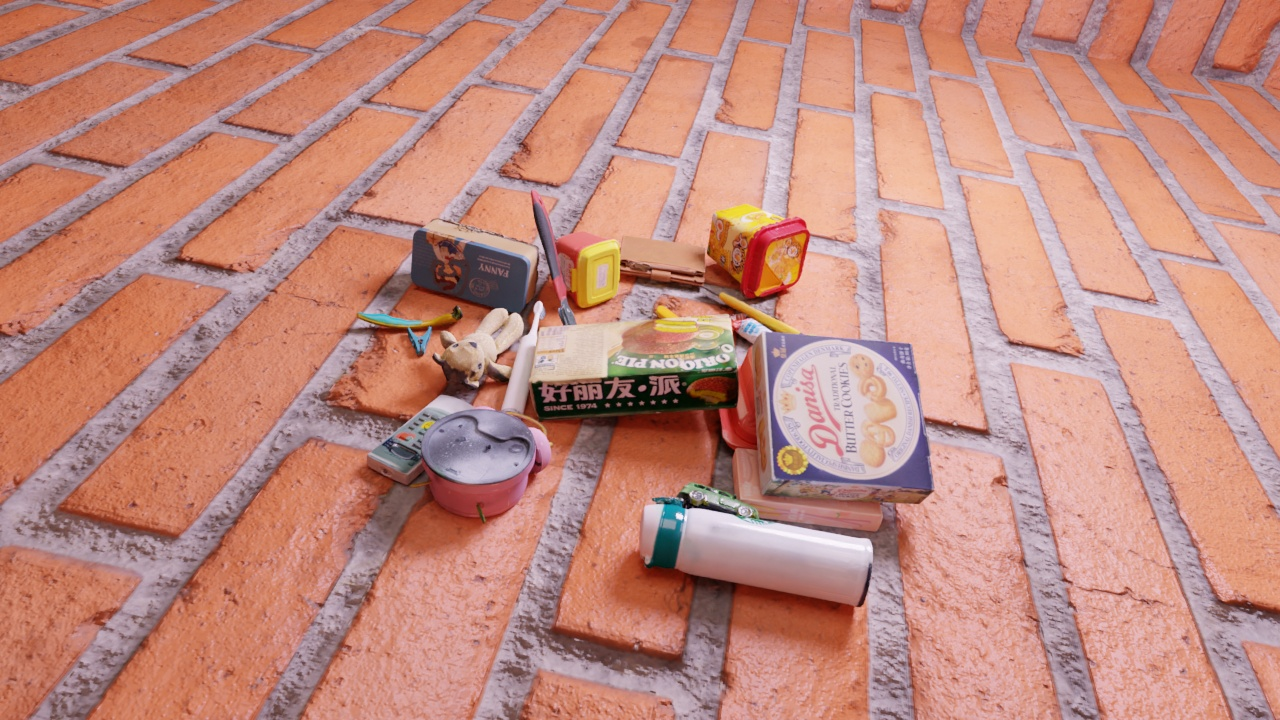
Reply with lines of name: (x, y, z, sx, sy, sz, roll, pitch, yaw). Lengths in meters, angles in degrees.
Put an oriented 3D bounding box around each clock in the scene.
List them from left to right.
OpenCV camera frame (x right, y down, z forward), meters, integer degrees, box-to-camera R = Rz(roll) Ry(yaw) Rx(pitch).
clock: (-0.161, 0.100, 0.974, 0.117, 0.060, 0.158, 21, 39, 18)

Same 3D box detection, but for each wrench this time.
wrench: (-0.116, -0.120, 1.232, 0.016, 0.056, 0.273, -23, 59, 15)

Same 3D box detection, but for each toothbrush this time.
toothbrush: (-0.141, -0.004, 1.131, 0.027, 0.026, 0.220, -15, 37, 18)

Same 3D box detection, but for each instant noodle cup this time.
instant noodle cup: (0.170, -0.171, 1.370, 0.115, 0.116, 0.124, -19, 42, -33)
instant noodle cup: (0.186, 0.043, 1.108, 0.188, 0.079, 0.164, 2, 36, -7)

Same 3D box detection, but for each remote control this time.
remote control: (-0.237, 0.084, 1.013, 0.056, 0.019, 0.134, 22, 38, 19)

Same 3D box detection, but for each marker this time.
marker: (0.065, -0.037, 1.249, 0.018, 0.015, 0.124, -24, 49, -35)

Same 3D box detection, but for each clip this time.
clip: (-0.279, -0.025, 1.161, 0.034, 0.013, 0.055, -5, 38, -17)

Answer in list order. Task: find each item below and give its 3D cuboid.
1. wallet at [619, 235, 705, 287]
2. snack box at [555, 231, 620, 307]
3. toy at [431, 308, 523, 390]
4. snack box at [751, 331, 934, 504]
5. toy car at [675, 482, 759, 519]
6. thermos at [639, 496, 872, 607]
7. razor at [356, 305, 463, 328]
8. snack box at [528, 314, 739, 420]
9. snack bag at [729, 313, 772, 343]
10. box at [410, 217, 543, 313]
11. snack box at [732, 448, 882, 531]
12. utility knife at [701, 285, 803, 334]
wallet: (0.033, -0.151, 1.385, 0.132, 0.031, 0.107, 7, 32, -2)
snack box: (-0.079, -0.131, 1.287, 0.081, 0.091, 0.080, -23, 40, -36)
toy: (-0.193, -0.019, 1.125, 0.105, 0.066, 0.156, 35, 32, 0)
snack box: (0.219, 0.062, 1.010, 0.182, 0.046, 0.177, 4, 62, -8)
toy car: (0.081, 0.157, 0.957, 0.091, 0.043, 0.036, 20, 37, 15)
thermos: (0.109, 0.185, 0.902, 0.224, 0.073, 0.073, 10, 36, 3)
razor: (-0.298, -0.055, 1.185, 0.132, 0.028, 0.043, -2, 2, -16)
snack box: (-0.006, 0.006, 1.092, 0.240, 0.063, 0.114, -4, 36, 3)
snack bag: (0.165, -0.032, 1.249, 0.048, 0.026, 0.104, -14, 40, -41)
box: (-0.219, -0.129, 1.252, 0.184, 0.090, 0.063, 15, 30, 11)
snack box: (0.182, 0.142, 1.013, 0.157, 0.026, 0.084, 7, 36, -2)
utility knife: (0.161, -0.068, 1.296, 0.190, 0.033, 0.015, 31, 85, 28)
